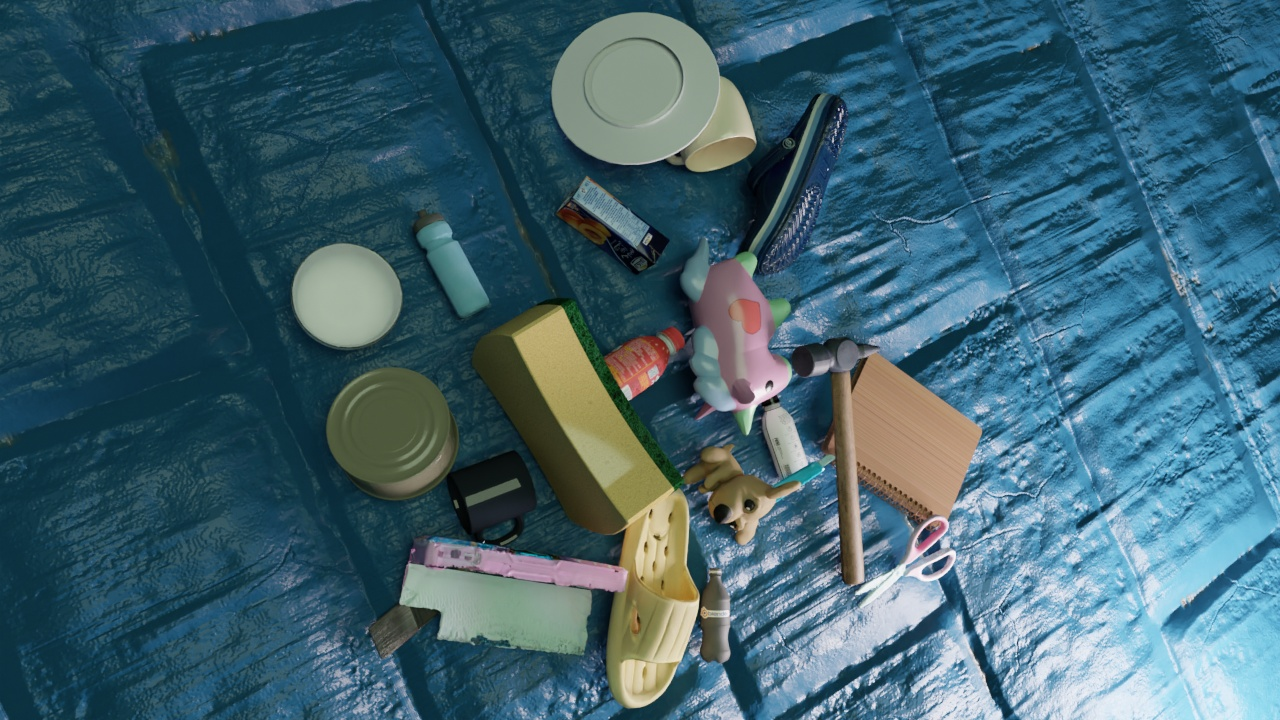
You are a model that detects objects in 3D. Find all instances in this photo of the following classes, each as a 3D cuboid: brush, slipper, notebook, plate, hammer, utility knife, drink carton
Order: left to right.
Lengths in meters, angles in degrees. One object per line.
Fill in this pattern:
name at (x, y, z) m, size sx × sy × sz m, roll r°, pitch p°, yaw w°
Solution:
brush at (-0.229, 0.261, 1.002) m, size 0.151 × 0.012 × 0.039 m, roll -38°, pitch 96°, yaw -23°
brush at (-0.075, 0.063, 0.992) m, size 0.075 × 0.195 × 0.250 m, roll -33°, pitch 95°, yaw -23°
drink carton at (-0.033, -0.161, 1.113) m, size 0.130 × 0.064 × 0.040 m, roll 36°, pitch 71°, yaw -13°
plate at (-0.007, -0.339, 1.124) m, size 0.209 × 0.015 × 0.208 m, roll -2°, pitch 76°, yaw 6°
slipper at (0.030, 0.266, 1.056) m, size 0.111 × 0.079 × 0.261 m, roll 21°, pitch 69°, yaw -45°
slipper at (0.192, -0.232, 1.202) m, size 0.095 × 0.105 × 0.252 m, roll 23°, pitch 85°, yaw 22°
utility knife at (0.191, 0.153, 1.145) m, size 0.124 × 0.015 × 0.022 m, roll -34°, pitch 85°, yaw 16°
hammer at (0.263, 0.131, 1.172) m, size 0.129 × 0.040 × 0.322 m, roll -10°, pitch 99°, yaw -33°
notebook at (0.358, 0.113, 1.251) m, size 0.210 × 0.022 × 0.168 m, roll 33°, pitch 71°, yaw -14°

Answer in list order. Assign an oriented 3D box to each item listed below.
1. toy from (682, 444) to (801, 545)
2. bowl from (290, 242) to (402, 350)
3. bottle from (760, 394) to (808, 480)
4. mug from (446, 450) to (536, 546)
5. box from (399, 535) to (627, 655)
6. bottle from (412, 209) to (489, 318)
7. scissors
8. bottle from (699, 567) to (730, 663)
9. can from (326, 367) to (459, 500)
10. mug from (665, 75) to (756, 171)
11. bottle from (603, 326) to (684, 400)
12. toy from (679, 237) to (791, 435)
toy at (0.113, 0.155, 1.115) m, size 0.105 × 0.134 × 0.108 m, roll -21°, pitch 63°, yaw -45°
bowl at (-0.317, -0.065, 0.987) m, size 0.113 × 0.063 × 0.113 m, roll 3°, pitch 81°, yaw -22°
bottle at (0.181, 0.100, 1.173) m, size 0.041 × 0.041 × 0.116 m, roll -18°, pitch 89°, yaw -23°
mug at (-0.162, 0.160, 1.019) m, size 0.077 × 0.071 × 0.105 m, roll -19°, pitch 116°, yaw -23°
box at (-0.136, 0.258, 0.989) m, size 0.230 × 0.087 × 0.105 m, roll 15°, pitch 73°, yaw -25°
bottle at (-0.219, -0.113, 1.046) m, size 0.040 × 0.040 × 0.130 m, roll -29°, pitch 93°, yaw -23°
scissors at (0.355, 0.289, 1.221) m, size 0.178 × 0.016 × 0.105 m, roll -38°, pitch 117°, yaw -16°
bottle at (0.090, 0.307, 1.108) m, size 0.036 × 0.036 × 0.109 m, roll 4°, pitch 81°, yaw -21°
can at (-0.258, 0.077, 0.963) m, size 0.128 × 0.073 × 0.127 m, roll 2°, pitch 70°, yaw -5°
mug at (0.077, -0.303, 1.167) m, size 0.120 × 0.096 × 0.099 m, roll -18°, pitch 79°, yaw 14°
bottle at (-0.007, 0.006, 1.101) m, size 0.137 × 0.062 × 0.062 m, roll -34°, pitch 95°, yaw -23°
toy at (0.106, -0.035, 1.131) m, size 0.170 × 0.120 × 0.222 m, roll -40°, pitch 99°, yaw -32°
